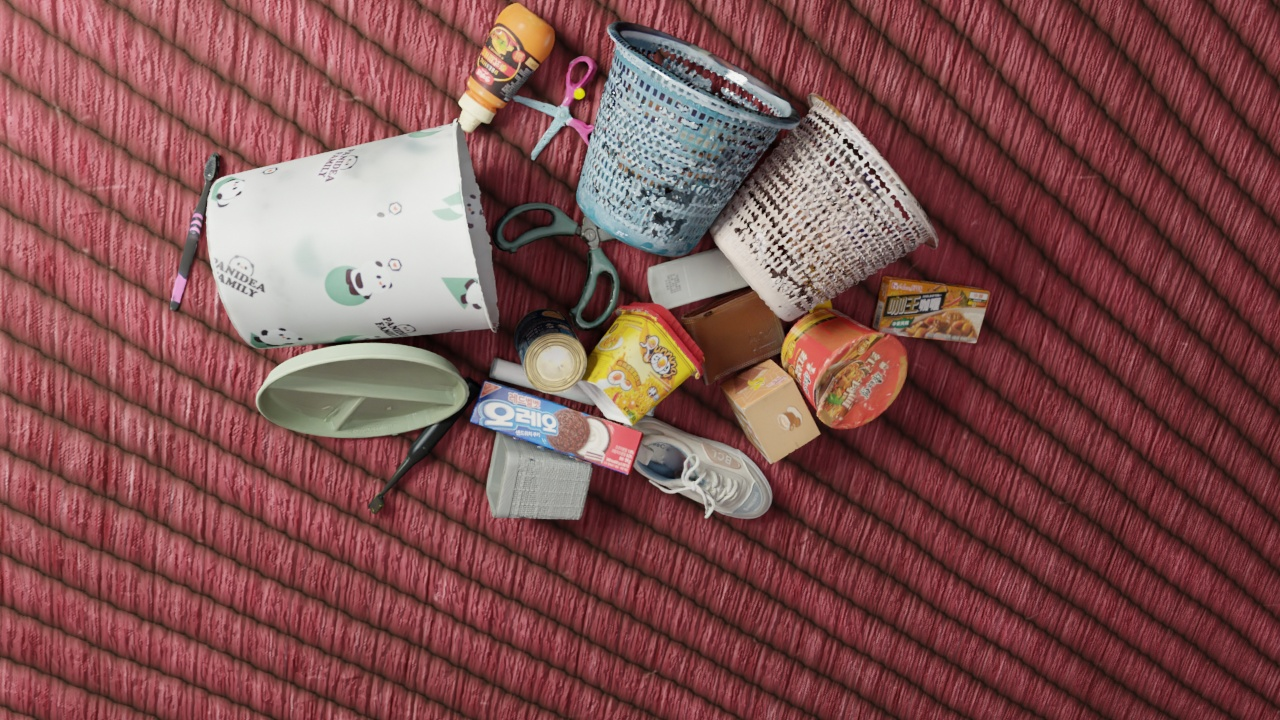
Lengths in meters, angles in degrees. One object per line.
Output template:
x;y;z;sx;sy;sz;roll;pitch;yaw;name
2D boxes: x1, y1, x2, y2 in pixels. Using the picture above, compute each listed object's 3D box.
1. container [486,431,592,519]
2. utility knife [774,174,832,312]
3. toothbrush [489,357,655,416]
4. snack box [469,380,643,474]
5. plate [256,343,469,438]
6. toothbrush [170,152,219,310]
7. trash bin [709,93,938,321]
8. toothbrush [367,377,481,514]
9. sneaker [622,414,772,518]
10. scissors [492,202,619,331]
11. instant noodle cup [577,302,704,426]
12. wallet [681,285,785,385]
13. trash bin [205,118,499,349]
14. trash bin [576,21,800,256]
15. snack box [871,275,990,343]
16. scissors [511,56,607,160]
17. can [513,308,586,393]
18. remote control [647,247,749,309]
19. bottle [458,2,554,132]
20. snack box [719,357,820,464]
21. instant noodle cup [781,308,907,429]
-0.128;0.148;1.162;0.114;0.090;0.090;8;107;-18;container
0.208;-0.139;1.182;0.033;0.015;0.231;-27;114;-10;utility knife
-0.083;0.038;1.168;0.221;0.027;0.026;16;100;-17;toothbrush
-0.102;0.082;1.123;0.207;0.057;0.058;18;87;3;snack box
-0.311;0.036;1.039;0.230;0.231;0.027;-6;66;-11;plate
-0.496;-0.140;1.018;0.014;0.017;0.189;17;105;-20;toothbrush
0.197;-0.159;1.063;0.192;0.227;0.227;-40;112;11;trash bin
-0.273;0.109;1.148;0.213;0.027;0.026;-50;141;6;toothbrush
0.084;0.151;1.211;0.242;0.090;0.089;28;101;-21;sneaker
-0.094;-0.120;1.105;0.170;0.019;0.175;2;96;-12;scissors
-0.007;0.007;1.115;0.123;0.116;0.116;-47;113;-16;instant noodle cup
0.123;-0.034;1.190;0.124;0.032;0.101;-23;114;-4;wallet
-0.294;-0.120;0.970;0.252;0.229;0.230;-10;110;-3;trash bin
0.031;-0.233;1.016;0.226;0.226;0.195;18;119;-18;trash bin
0.393;-0.068;1.243;0.153;0.026;0.075;5;106;-15;snack box
-0.083;-0.285;1.067;0.136;0.017;0.133;33;103;-22;scissors
-0.109;-0.012;1.099;0.075;0.111;0.075;-4;109;-12;can
0.083;-0.109;1.160;0.150;0.021;0.058;-16;109;-7;remote control
-0.157;-0.318;1.017;0.066;0.066;0.150;32;106;-21;bottle
0.168;0.064;1.198;0.077;0.094;0.093;-31;112;-2;snack box
0.256;0.003;1.179;0.137;0.108;0.138;-12;122;-19;instant noodle cup
